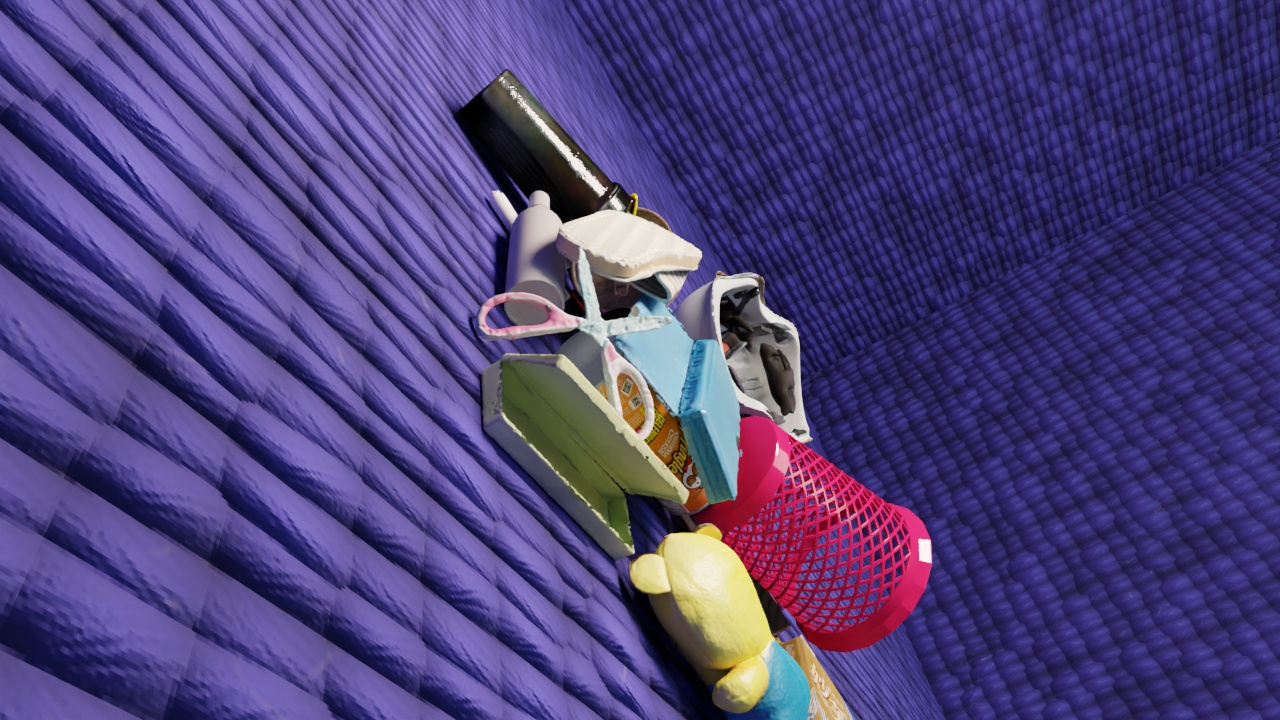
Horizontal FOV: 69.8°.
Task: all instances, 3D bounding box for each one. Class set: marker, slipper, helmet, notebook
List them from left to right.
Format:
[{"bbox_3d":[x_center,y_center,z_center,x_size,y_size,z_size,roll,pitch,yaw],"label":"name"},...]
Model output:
[{"bbox_3d":[-0.112,-0.114,0.928,0.133,0.017,0.020,57,-7,-21],"label":"marker"},{"bbox_3d":[-0.044,-0.026,1.018,0.145,0.019,0.019,56,13,-27],"label":"marker"},{"bbox_3d":[-0.010,-0.103,0.897,0.114,0.054,0.272,35,17,11],"label":"slipper"},{"bbox_3d":[0.110,0.014,1.231,0.264,0.164,0.236,36,41,-47],"label":"helmet"},{"bbox_3d":[0.090,0.207,1.003,0.209,0.008,0.141,56,9,19],"label":"notebook"}]

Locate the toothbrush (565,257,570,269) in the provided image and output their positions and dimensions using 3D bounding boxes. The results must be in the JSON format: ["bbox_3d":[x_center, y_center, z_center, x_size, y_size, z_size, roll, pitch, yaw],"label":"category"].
[{"bbox_3d":[-0.092,-0.141,1.094,0.016,0.017,0.180,55,12,-24],"label":"toothbrush"}]

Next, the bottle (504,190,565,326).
[{"bbox_3d":[-0.097,-0.105,0.860,0.052,0.052,0.194,54,17,-33],"label":"bottle"}]

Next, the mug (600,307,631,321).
[{"bbox_3d":[-0.006,0.005,0.933,0.113,0.078,0.088,40,16,-9],"label":"mug"}]

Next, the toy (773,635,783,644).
[{"bbox_3d":[0.155,0.333,0.992,0.103,0.046,0.084,60,-10,-21],"label":"toy"}]

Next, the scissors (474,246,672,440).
[{"bbox_3d":[-0.045,-0.012,0.732,0.170,0.013,0.172,-6,74,-29],"label":"scissors"}]

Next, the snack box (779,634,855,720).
[{"bbox_3d":[0.183,0.397,0.888,0.203,0.069,0.154,58,11,-17],"label":"snack box"}]

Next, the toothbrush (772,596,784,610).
[{"bbox_3d":[0.133,0.255,1.136,0.190,0.016,0.016,55,14,-30],"label":"toothbrush"}]

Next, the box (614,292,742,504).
[{"bbox_3d":[0.048,0.017,0.871,0.177,0.048,0.231,59,15,-12],"label":"box"}]

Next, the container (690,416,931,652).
[{"bbox_3d":[0.167,0.174,0.980,0.225,0.183,0.183,40,20,-25],"label":"container"}]

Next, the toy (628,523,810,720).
[{"bbox_3d":[0.075,0.234,0.770,0.214,0.084,0.148,64,10,-3],"label":"toy"}]

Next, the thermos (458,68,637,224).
[{"bbox_3d":[-0.096,-0.209,1.001,0.221,0.098,0.098,48,15,-18],"label":"thermos"}]

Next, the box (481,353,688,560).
[{"bbox_3d":[-0.049,0.070,0.699,0.188,0.090,0.077,49,-4,-38],"label":"box"}]

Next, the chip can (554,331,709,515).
[{"bbox_3d":[0.001,0.062,0.866,0.215,0.075,0.075,51,15,-41],"label":"chip can"}]

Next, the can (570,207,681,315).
[{"bbox_3d":[-0.014,-0.111,1.069,0.044,0.130,0.130,40,24,-60],"label":"can"}]
